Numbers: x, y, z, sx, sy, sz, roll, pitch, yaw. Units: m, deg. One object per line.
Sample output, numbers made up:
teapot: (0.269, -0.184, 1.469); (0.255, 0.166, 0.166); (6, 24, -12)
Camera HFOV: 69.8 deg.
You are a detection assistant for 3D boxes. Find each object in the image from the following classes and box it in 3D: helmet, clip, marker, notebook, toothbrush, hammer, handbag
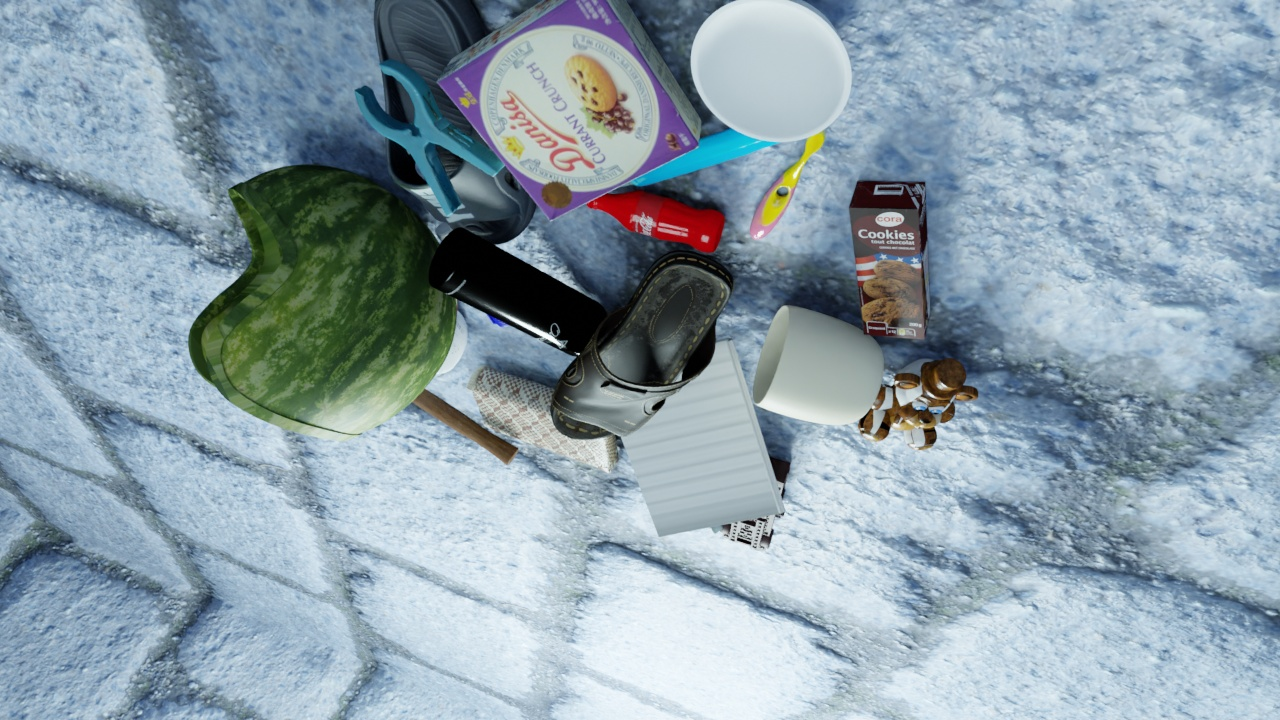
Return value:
helmet: (-0.298, -0.056, 0.890); (0.243, 0.247, 0.213); (22, 173, -29)
clip: (-0.181, -0.172, 0.734); (0.114, 0.028, 0.127); (-25, 111, 22)
marker: (-0.171, -0.089, 0.955); (0.027, 0.023, 0.133); (-1, 138, 29)
notebook: (0.055, 0.086, 0.959); (0.143, 0.009, 0.210); (-14, 113, 14)
toothbrush: (0.116, -0.139, 0.728); (0.021, 0.016, 0.136); (24, 148, -3)
hammer: (-0.294, 0.034, 1.150); (0.323, 0.033, 0.116); (33, 145, 2)
handbag: (-0.112, 0.068, 1.107); (0.186, 0.046, 0.124); (19, 151, 12)

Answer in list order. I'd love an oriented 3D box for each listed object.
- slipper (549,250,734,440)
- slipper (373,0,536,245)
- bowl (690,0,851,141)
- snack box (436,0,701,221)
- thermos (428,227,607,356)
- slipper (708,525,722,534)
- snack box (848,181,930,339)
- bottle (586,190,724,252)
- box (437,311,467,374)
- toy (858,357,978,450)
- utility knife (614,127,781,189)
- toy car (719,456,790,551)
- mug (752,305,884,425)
slipper: (-0.005, 0.005, 0.856); (0.113, 0.075, 0.269); (26, 132, -16)
slipper: (-0.161, -0.186, 0.774); (0.111, 0.083, 0.269); (10, 141, 17)
bowl: (0.093, -0.207, 0.627); (0.110, 0.040, 0.110); (16, 144, 12)
snack box: (-0.051, -0.196, 0.696); (0.148, 0.040, 0.143); (-22, 127, 26)
thermos: (-0.092, -0.050, 0.895); (0.231, 0.061, 0.061); (28, 149, -35)
slipper: (0.003, 0.101, 1.035); (0.055, 0.098, 0.269); (-34, 113, 1)
snack box: (0.203, -0.078, 0.738); (0.051, 0.031, 0.141); (6, 141, 24)
bottle: (0.011, -0.124, 0.788); (0.119, 0.036, 0.036); (17, 145, 11)
box: (-0.285, -0.028, 1.046); (0.166, 0.092, 0.083); (9, 154, 25)
toy: (0.253, 0.035, 0.830); (0.087, 0.067, 0.113); (12, 159, -8)
utility knife: (0.029, -0.162, 0.735); (0.206, 0.015, 0.031); (-12, 134, 29)
toy car: (0.133, 0.155, 1.059); (0.070, 0.061, 0.170); (17, 145, 11)
mug: (0.163, 0.008, 0.830); (0.100, 0.096, 0.120); (16, -174, -4)
